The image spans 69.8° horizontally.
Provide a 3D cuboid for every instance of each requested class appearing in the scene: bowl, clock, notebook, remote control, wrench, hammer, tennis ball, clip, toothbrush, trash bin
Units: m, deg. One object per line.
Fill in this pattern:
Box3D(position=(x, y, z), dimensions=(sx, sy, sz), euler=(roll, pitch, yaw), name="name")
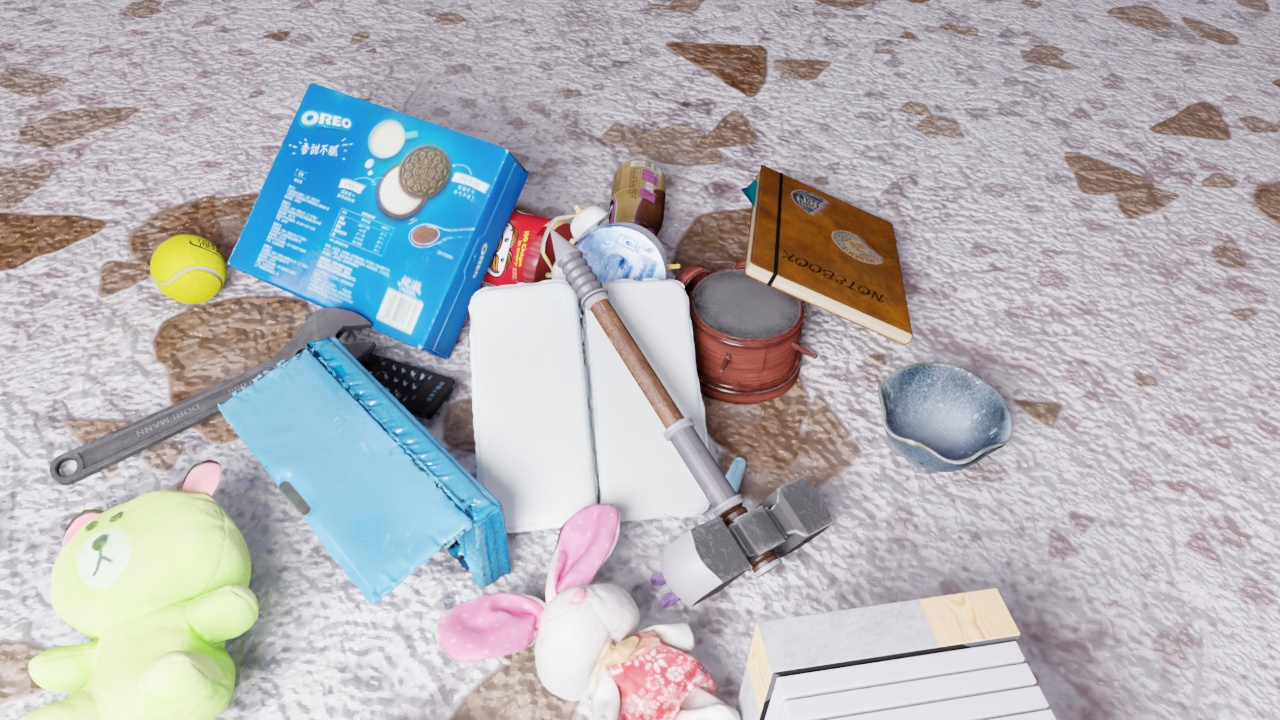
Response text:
Box3D(position=(0.249, 0.055, 0.771), dimensions=(0.110, 0.055, 0.110), euler=(1, 45, -1), name="bowl")
Box3D(position=(-0.031, -0.088, 0.830), dimensions=(0.125, 0.089, 0.051), euler=(27, 20, 1), name="clock")
Box3D(position=(0.178, -0.120, 0.911), dimensions=(0.178, 0.014, 0.248), euler=(23, 34, -5), name="notebook")
Box3D(position=(-0.238, 0.018, 0.812), dimensions=(0.150, 0.022, 0.047), euler=(17, 47, 16), name="remote control")
Box3D(position=(-0.352, 0.031, 0.769), dimensions=(0.272, 0.018, 0.073), euler=(-27, 74, -17), name="wrench")
Box3D(position=(0.009, 0.021, 0.706), dimensions=(0.155, 0.043, 0.322), euler=(-16, 65, -41), name="hammer")
Box3D(position=(-0.431, -0.087, 0.876), dimensions=(0.065, 0.065, 0.065), euler=(1, 44, -2), name="tennis ball")
Box3D(position=(0.032, 0.168, 0.676), dimensions=(0.051, 0.014, 0.043), euler=(3, 44, 4), name="clip")
Box3D(position=(0.060, 0.124, 0.707), dimensions=(0.022, 0.016, 0.154), euler=(-1, 32, 23), name="toothbrush")
Box3D(position=(0.088, -0.037, 0.846), dimensions=(0.120, 0.072, 0.157), euler=(-9, 46, -12), name="clock")
Box3D(position=(0.153, 0.272, 0.479), dimensions=(0.142, 0.143, 0.246), euler=(-6, 45, -9), name="trash bin")

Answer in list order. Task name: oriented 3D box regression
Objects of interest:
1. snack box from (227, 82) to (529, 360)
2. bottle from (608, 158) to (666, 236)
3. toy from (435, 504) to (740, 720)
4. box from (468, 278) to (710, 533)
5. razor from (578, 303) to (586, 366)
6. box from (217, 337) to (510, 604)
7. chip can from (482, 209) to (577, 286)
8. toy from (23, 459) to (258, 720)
Box3D(position=(-0.249, -0.134, 0.864), dimensions=(0.239, 0.056, 0.195), euler=(22, 87, 19), name="snack box")
Box3D(position=(-0.005, -0.144, 0.961), dimensions=(0.059, 0.060, 0.165), euler=(4, 45, 1), name="bottle")
Box3D(position=(-0.022, 0.189, 0.600), dimensions=(0.194, 0.084, 0.158), euler=(35, 50, 30), name="toy")
Box3D(position=(-0.042, 0.031, 0.739), dimensions=(0.191, 0.045, 0.209), euler=(-2, 71, -5), name="box")
Box3D(position=(-0.064, -0.044, 0.872), dimensions=(0.088, 0.047, 0.116), euler=(11, 37, 8), name="razor")
Box3D(position=(-0.210, 0.092, 0.686), dimensions=(0.111, 0.094, 0.231), euler=(-33, 56, -29), name="box")
Box3D(position=(-0.176, -0.126, 0.916), dimensions=(0.213, 0.087, 0.086), euler=(20, 47, 18), name="chip can")
Box3D(position=(-0.319, 0.166, 0.604), dimensions=(0.150, 0.107, 0.196), euler=(-25, 37, 4), name="toy")
